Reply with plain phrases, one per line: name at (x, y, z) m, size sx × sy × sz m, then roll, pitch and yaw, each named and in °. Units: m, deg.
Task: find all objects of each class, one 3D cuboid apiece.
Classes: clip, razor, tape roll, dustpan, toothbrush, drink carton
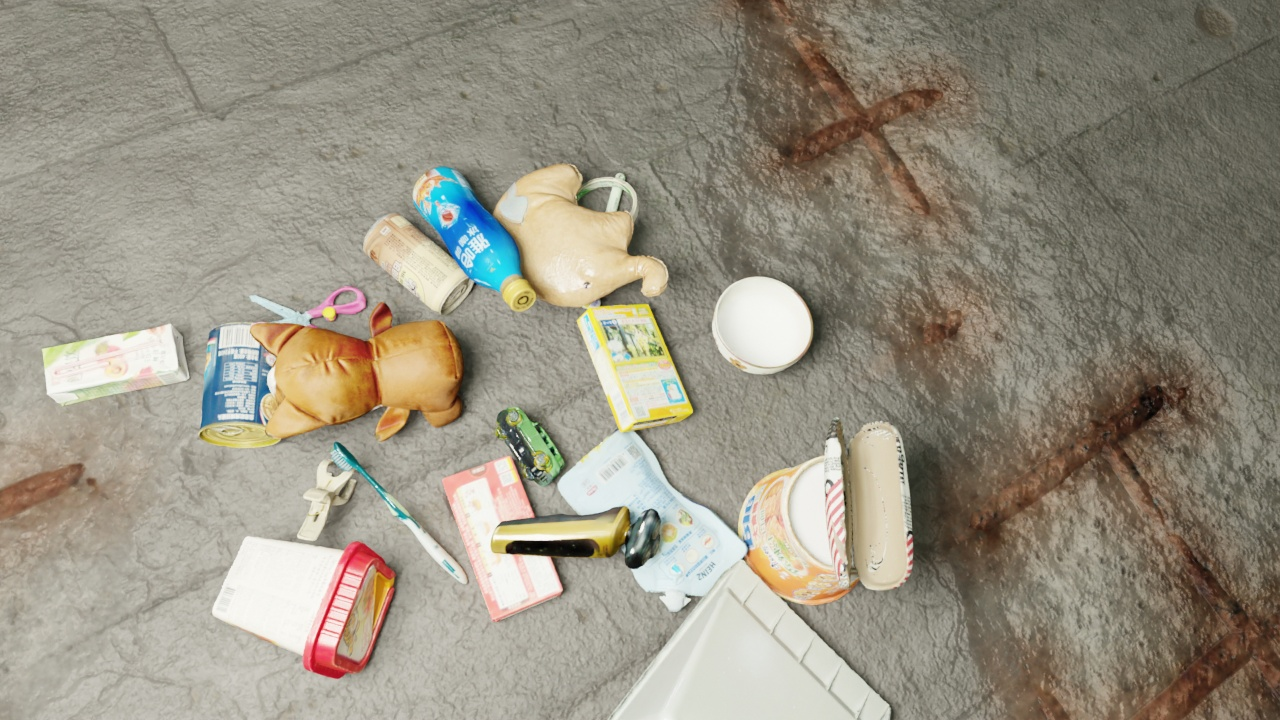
clip at (-0.305, 0.128, 0.889) m, size 0.034 × 0.072 × 0.100 m, roll 16°, pitch 22°, yaw -3°
razor at (-0.063, 0.176, 0.902) m, size 0.167 × 0.062 × 0.067 m, roll 0°, pitch 40°, yaw -3°
tape roll at (-0.045, -0.180, 1.084) m, size 0.086 × 0.014 × 0.085 m, roll -5°, pitch 60°, yaw 9°
dustpan at (0.080, 0.374, 0.893) m, size 0.222 × 0.143 × 0.256 m, roll 44°, pitch 42°, yaw 5°
toothbrush at (-0.237, 0.153, 0.903) m, size 0.018 × 0.016 × 0.191 m, roll -38°, pitch 100°, yaw 14°
toothbrush at (-0.042, -0.145, 1.083) m, size 0.029 × 0.020 × 0.189 m, roll 19°, pitch 64°, yaw -13°
drink carton at (-0.526, 0.003, 0.920) m, size 0.122 × 0.046 × 0.053 m, roll -12°, pitch 72°, yaw -15°

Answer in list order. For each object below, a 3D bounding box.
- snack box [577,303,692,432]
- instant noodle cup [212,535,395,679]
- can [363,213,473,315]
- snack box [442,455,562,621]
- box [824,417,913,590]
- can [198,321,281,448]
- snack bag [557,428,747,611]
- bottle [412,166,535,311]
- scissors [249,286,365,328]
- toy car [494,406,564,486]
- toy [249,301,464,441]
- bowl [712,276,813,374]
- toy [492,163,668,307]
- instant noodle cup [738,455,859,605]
snack box at (-0.006, 0.006, 1.005) m, size 0.086 × 0.034 × 0.140 m, roll -7°, pitch 70°, yaw -41°
instant noodle cup at (-0.308, 0.219, 0.844) m, size 0.124 × 0.116 × 0.116 m, roll 14°, pitch 66°, yaw 7°
can at (-0.244, -0.106, 1.009) m, size 0.116 × 0.059 × 0.058 m, roll 39°, pitch 67°, yaw 7°
snack box at (-0.141, 0.179, 0.932) m, size 0.075 × 0.025 × 0.152 m, roll -19°, pitch 73°, yaw -16°
box at (0.219, 0.134, 0.868) m, size 0.088 × 0.076 × 0.162 m, roll -5°, pitch 66°, yaw 11°
can at (-0.397, 0.024, 0.919) m, size 0.075 × 0.075 × 0.111 m, roll -1°, pitch 68°, yaw -11°
snack bag at (0.012, 0.166, 0.960) m, size 0.110 × 0.039 × 0.191 m, roll -39°, pitch 82°, yaw -27°
bottle at (-0.176, -0.129, 0.990) m, size 0.065 × 0.065 × 0.218 m, roll -26°, pitch 54°, yaw -19°
scissors at (-0.359, -0.035, 0.985) m, size 0.134 × 0.017 × 0.113 m, roll -14°, pitch 76°, yaw -11°
toy car at (-0.117, 0.088, 0.963) m, size 0.036 × 0.043 × 0.091 m, roll -35°, pitch 86°, yaw -37°
toy at (-0.282, 0.015, 0.925) m, size 0.199 × 0.131 × 0.140 m, roll -7°, pitch 66°, yaw -36°
bowl at (0.133, -0.032, 1.047) m, size 0.113 × 0.062 × 0.113 m, roll 4°, pitch 66°, yaw -9°
toy at (-0.070, -0.120, 1.017) m, size 0.226 × 0.082 × 0.143 m, roll 42°, pitch 93°, yaw 20°
instant noodle cup at (0.189, 0.170, 0.950) m, size 0.151 × 0.112 × 0.151 m, roll 4°, pitch 68°, yaw -9°
